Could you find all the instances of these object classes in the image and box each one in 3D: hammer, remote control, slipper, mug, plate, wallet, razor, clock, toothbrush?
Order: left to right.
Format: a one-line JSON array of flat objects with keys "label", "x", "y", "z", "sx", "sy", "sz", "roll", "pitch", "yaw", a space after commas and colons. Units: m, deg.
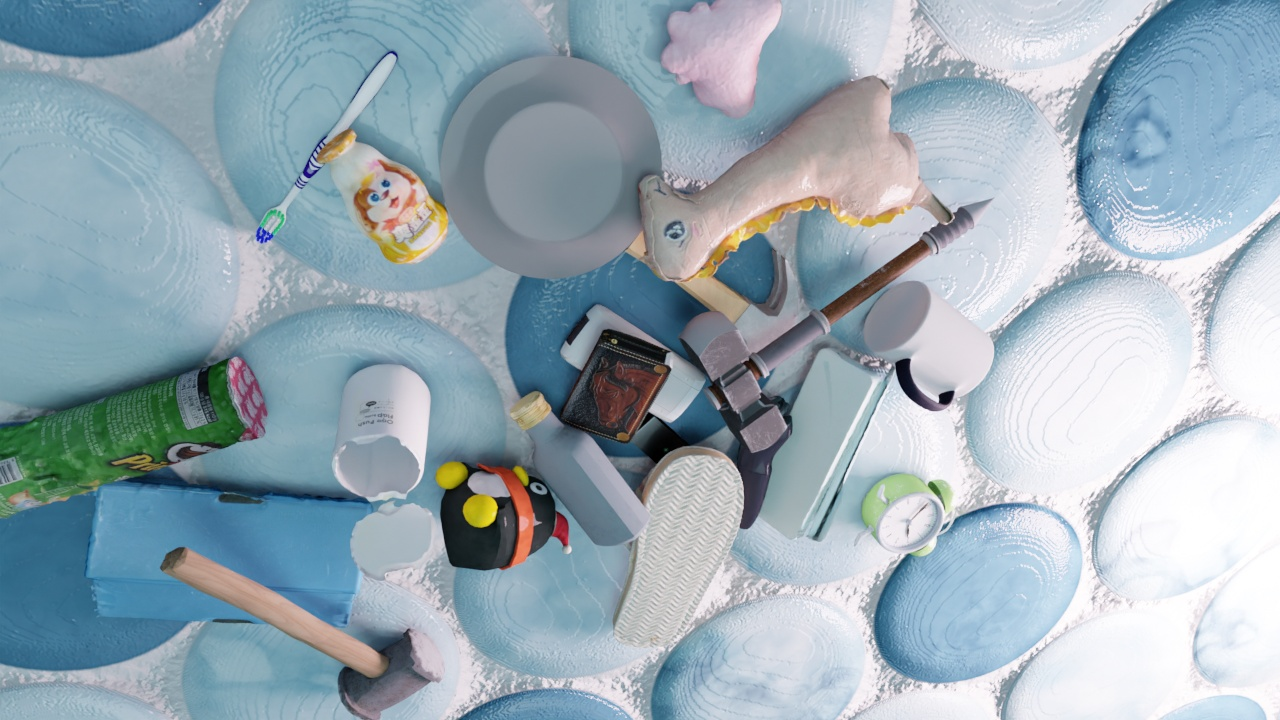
[{"label": "hammer", "x": -0.302, "y": 0.247, "z": 0.840, "sx": 0.098, "sy": 0.052, "sz": 0.328, "roll": -31, "pitch": 136, "yaw": 2}, {"label": "toothbrush", "x": -0.246, "y": -0.164, "z": 0.716, "sx": 0.015, "sy": 0.016, "sz": 0.187, "roll": 35, "pitch": 104, "yaw": -26}, {"label": "plate", "x": -0.068, "y": -0.149, "z": 0.731, "sx": 0.178, "sy": 0.012, "sz": 0.179, "roll": -5, "pitch": 115, "yaw": -12}, {"label": "wallet", "x": -0.022, "y": 0.025, "z": 0.830, "sx": 0.072, "sy": 0.019, "sz": 0.123, "roll": 19, "pitch": 137, "yaw": -9}, {"label": "remote control", "x": -0.005, "y": 0.005, "z": 0.855, "sx": 0.138, "sy": 0.025, "sz": 0.060, "roll": 32, "pitch": 105, "yaw": -23}, {"label": "hammer", "x": 0.005, "y": -0.101, "z": 0.799, "sx": 0.328, "sy": 0.039, "sz": 0.131, "roll": 33, "pitch": 103, "yaw": -25}, {"label": "slipper", "x": 0.028, "y": 0.191, "z": 0.943, "sx": 0.115, "sy": 0.052, "sz": 0.263, "roll": 7, "pitch": 120, "yaw": -14}, {"label": "remote control", "x": 0.047, "y": 0.108, "z": 0.926, "sx": 0.034, "sy": 0.013, "sz": 0.150, "roll": -42, "pitch": 118, "yaw": 9}, {"label": "razor", "x": 0.118, "y": 0.104, "z": 0.919, "sx": 0.052, "sy": 0.047, "sz": 0.143, "roll": 12, "pitch": 109, "yaw": 10}, {"label": "hammer", "x": 0.194, "y": -0.057, "z": 0.833, "sx": 0.322, "sy": 0.043, "sz": 0.156, "roll": -35, "pitch": 125, "yaw": -5}, {"label": "clock", "x": 0.292, "y": 0.167, "z": 1.000, "sx": 0.119, "sy": 0.042, "sz": 0.094, "roll": 13, "pitch": 113, "yaw": -19}, {"label": "mug", "x": 0.273, "y": -0.005, "z": 0.874, "sx": 0.097, "sy": 0.111, "sz": 0.079, "roll": 32, "pitch": 145, "yaw": -25}]

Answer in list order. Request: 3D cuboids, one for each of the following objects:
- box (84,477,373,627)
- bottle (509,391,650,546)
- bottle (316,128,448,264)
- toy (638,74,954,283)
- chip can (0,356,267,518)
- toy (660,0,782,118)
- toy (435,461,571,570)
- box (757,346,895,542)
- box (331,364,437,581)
[{"label": "box", "x": -0.373, "y": 0.192, "z": 0.839, "sx": 0.231, "sy": 0.066, "sz": 0.173, "roll": 7, "pitch": 115, "yaw": -18}, {"label": "bottle", "x": -0.061, "y": 0.101, "z": 0.857, "sx": 0.161, "sy": 0.072, "sz": 0.046, "roll": 54, "pitch": 52, "yaw": -15}, {"label": "bottle", "x": -0.202, "y": -0.128, "z": 0.717, "sx": 0.063, "sy": 0.063, "sz": 0.108, "roll": -37, "pitch": 121, "yaw": 6}, {"label": "toy", "x": 0.130, "y": -0.128, "z": 0.776, "sx": 0.264, "sy": 0.065, "sz": 0.196, "roll": -39, "pitch": 102, "yaw": -10}, {"label": "chip can", "x": -0.429, "y": 0.064, "z": 0.753, "sx": 0.223, "sy": 0.075, "sz": 0.075, "roll": -18, "pitch": 119, "yaw": -4}, {"label": "toy", "x": 0.061, "y": -0.246, "z": 0.732, "sx": 0.093, "sy": 0.050, "sz": 0.103, "roll": 2, "pitch": 119, "yaw": -18}, {"label": "toy", "x": -0.127, "y": 0.145, "z": 0.861, "sx": 0.119, "sy": 0.097, "sz": 0.100, "roll": -7, "pitch": 120, "yaw": -36}, {"label": "box", "x": 0.200, "y": 0.086, "z": 0.935, "sx": 0.096, "sy": 0.086, "sz": 0.199, "roll": -8, "pitch": 127, "yaw": -47}, {"label": "box", "x": -0.213, "y": 0.091, "z": 0.776, "sx": 0.084, "sy": 0.159, "sz": 0.119, "roll": -3, "pitch": 127, "yaw": -6}]
